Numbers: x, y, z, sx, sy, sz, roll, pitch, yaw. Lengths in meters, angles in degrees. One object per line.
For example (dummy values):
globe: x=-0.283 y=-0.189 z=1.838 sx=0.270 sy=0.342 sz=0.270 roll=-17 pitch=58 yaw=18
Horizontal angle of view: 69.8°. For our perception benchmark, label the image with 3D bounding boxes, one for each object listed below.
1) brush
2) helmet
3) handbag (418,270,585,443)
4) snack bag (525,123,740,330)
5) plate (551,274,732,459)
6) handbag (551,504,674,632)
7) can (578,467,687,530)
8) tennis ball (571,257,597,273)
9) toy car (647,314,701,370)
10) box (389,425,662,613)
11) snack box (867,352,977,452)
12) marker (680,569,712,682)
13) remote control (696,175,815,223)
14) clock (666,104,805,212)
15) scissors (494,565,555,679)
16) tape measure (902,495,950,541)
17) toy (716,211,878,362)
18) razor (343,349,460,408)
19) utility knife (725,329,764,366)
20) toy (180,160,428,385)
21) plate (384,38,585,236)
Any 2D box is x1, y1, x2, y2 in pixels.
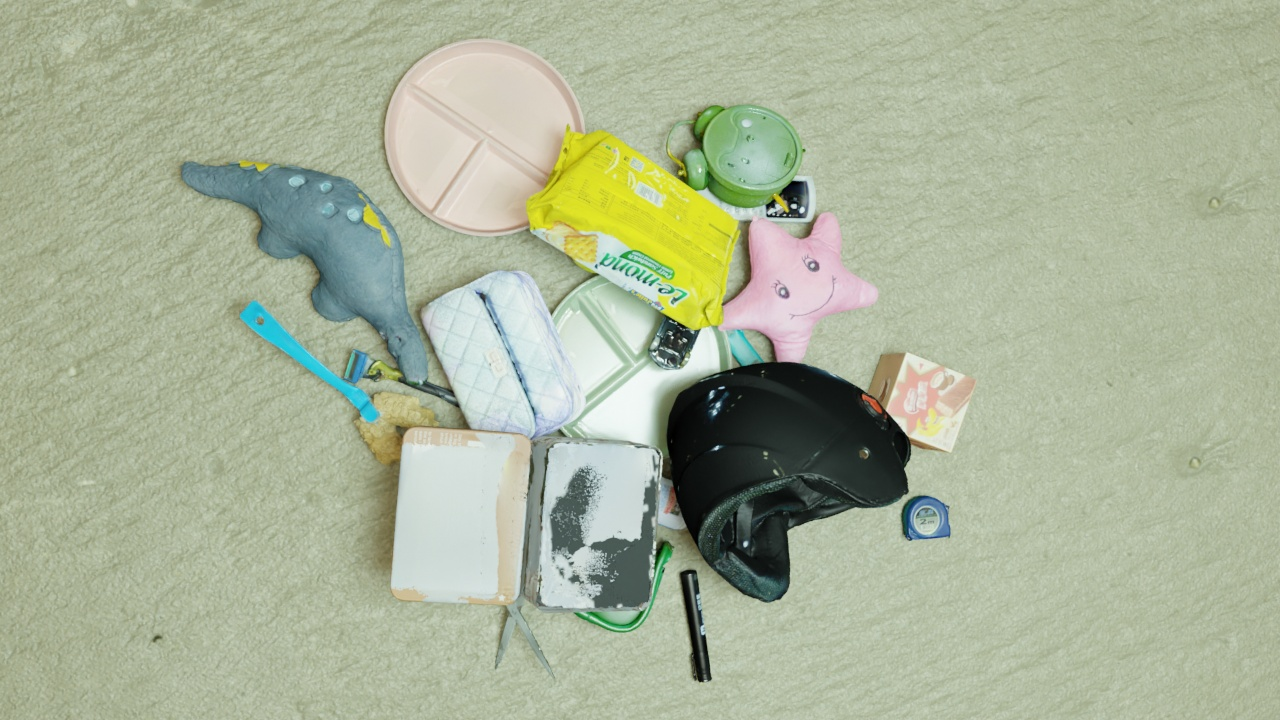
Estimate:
brush: x=-0.332 y=0.026 z=1.015 sx=0.254 sy=0.046 sz=0.083 roll=42 pitch=94 yaw=-16
helmet: x=0.160 y=0.112 z=1.002 sx=0.274 sy=0.234 sz=0.230 roll=-8 pitch=58 yaw=-41
handbag: x=-0.155 y=0.001 z=1.026 sx=0.134 sy=0.075 sz=0.194 roll=-26 pitch=87 yaw=16
snack bag: x=0.002 y=-0.153 z=1.015 sx=0.246 sy=0.068 sz=0.157 roll=30 pitch=48 yaw=-13
plate: x=-0.006 y=0.006 z=1.081 sx=0.230 sy=0.027 sz=0.230 roll=0 pitch=90 yaw=-6
handbag: x=-0.038 y=0.239 z=1.052 sx=0.131 sy=0.068 sz=0.120 roll=28 pitch=85 yaw=-6
can: x=-0.002 y=0.152 z=1.057 sx=0.134 sy=0.053 sz=0.053 roll=22 pitch=86 yaw=-16
tennis ball: x=-0.051 y=-0.134 z=1.059 sx=0.065 sy=0.065 sz=0.065 roll=0 pitch=89 yaw=-7
toy car: x=0.045 y=-0.036 z=1.057 sx=0.049 sy=0.031 sz=0.105 roll=27 pitch=75 yaw=-5
box: x=-0.118 y=0.164 z=0.943 sx=0.261 sy=0.088 sz=0.178 roll=6 pitch=87 yaw=-21
snack box: x=0.329 y=0.050 z=1.096 sx=0.094 sy=0.077 sz=0.092 roll=21 pitch=87 yaw=-6
marker: x=0.065 y=0.315 z=1.088 sx=0.022 sy=0.020 sz=0.132 roll=-8 pitch=91 yaw=9
remote control: x=0.137 y=-0.196 z=1.106 sx=0.150 sy=0.021 sz=0.058 roll=0 pitch=89 yaw=-6
clock: x=0.110 y=-0.240 z=1.072 sx=0.161 sy=0.056 sz=0.116 roll=18 pitch=66 yaw=1
scissors: x=-0.137 y=0.280 z=1.034 sx=0.160 sy=0.014 sz=0.177 roll=-38 pitch=81 yaw=32
tape measure: x=0.349 y=0.193 z=1.122 sx=0.058 sy=0.025 sz=0.054 roll=-3 pitch=87 yaw=-11
toy: x=0.171 y=-0.089 z=1.079 sx=0.194 sy=0.074 sz=0.178 roll=-37 pitch=102 yaw=-7
razor: x=-0.264 y=0.024 z=1.052 sx=0.142 sy=0.022 sz=0.043 roll=20 pitch=120 yaw=-10
utility knife: x=0.152 y=0.022 z=1.107 sx=0.029 sy=0.013 sz=0.193 roll=-38 pitch=93 yaw=-5
toy: x=-0.341 y=-0.125 z=1.013 sx=0.356 sy=0.091 sz=0.138 roll=45 pitch=96 yaw=-2
plate: x=-0.178 y=-0.256 z=1.065 sx=0.229 sy=0.028 sz=0.229 roll=0 pitch=88 yaw=-6
